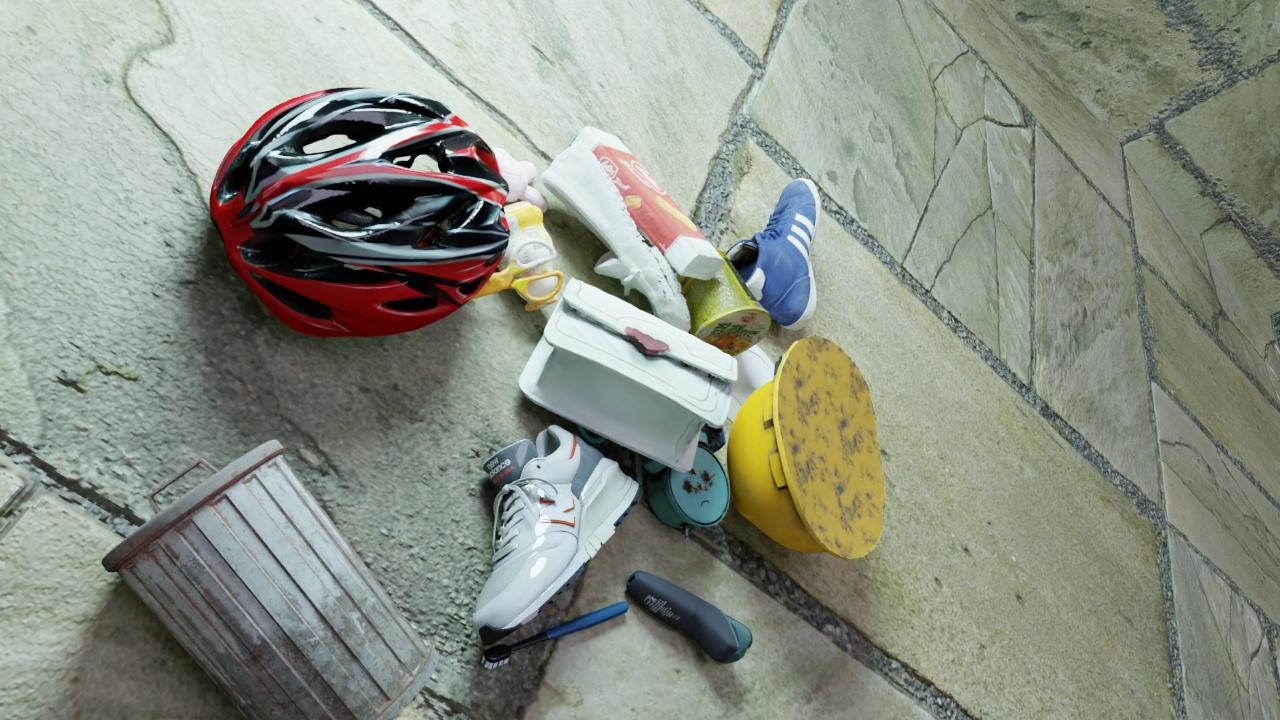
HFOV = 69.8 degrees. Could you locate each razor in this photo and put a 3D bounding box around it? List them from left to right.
[{"bbox_3d":[0.046,0.251,0.906,0.143,0.047,0.052,35,23,-18],"label":"razor"}]

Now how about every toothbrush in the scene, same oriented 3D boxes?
[{"bbox_3d":[-0.072,0.243,0.823,0.167,0.014,0.014,-5,37,-46],"label":"toothbrush"}]

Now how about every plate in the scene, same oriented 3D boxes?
[{"bbox_3d":[0.136,0.027,1.135,0.134,0.011,0.134,21,54,-32],"label":"plate"}]

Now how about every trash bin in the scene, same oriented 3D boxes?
[{"bbox_3d":[-0.252,0.163,0.629,0.211,0.131,0.130,53,43,-6],"label":"trash bin"}]

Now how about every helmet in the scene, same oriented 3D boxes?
[{"bbox_3d":[-0.224,-0.136,0.794,0.271,0.167,0.217,-20,83,-43],"label":"helmet"},{"bbox_3d":[0.168,0.109,1.027,0.205,0.132,0.254,39,45,-31],"label":"helmet"}]

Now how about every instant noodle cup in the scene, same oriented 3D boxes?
[{"bbox_3d":[0.091,-0.071,1.097,0.102,0.102,0.108,7,50,-39],"label":"instant noodle cup"}]

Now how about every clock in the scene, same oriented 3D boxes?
[{"bbox_3d":[0.044,0.120,0.964,0.089,0.053,0.124,-18,83,-47],"label":"clock"}]

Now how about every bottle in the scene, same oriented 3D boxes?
[{"bbox_3d":[-0.119,-0.107,0.951,0.063,0.063,0.108,-25,99,-46],"label":"bottle"}]

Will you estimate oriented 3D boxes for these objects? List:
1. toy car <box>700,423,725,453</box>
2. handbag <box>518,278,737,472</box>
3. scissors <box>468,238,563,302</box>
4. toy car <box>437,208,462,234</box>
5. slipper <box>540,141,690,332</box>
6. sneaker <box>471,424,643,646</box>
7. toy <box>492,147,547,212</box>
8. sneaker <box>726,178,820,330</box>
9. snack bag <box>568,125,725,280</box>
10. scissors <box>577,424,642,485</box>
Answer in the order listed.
[{"bbox_3d":[0.056,0.049,1.024,0.120,0.056,0.043,69,15,6],"label":"toy car"},{"bbox_3d":[-0.005,0.005,0.924,0.198,0.096,0.141,25,38,-5],"label":"handbag"},{"bbox_3d":[-0.141,-0.083,0.909,0.130,0.013,0.070,-14,109,-17],"label":"scissors"},{"bbox_3d":[-0.186,-0.140,0.921,0.047,0.047,0.111,4,67,-23],"label":"toy car"},{"bbox_3d":[-0.024,-0.126,1.034,0.247,0.075,0.112,54,7,-12],"label":"slipper"},{"bbox_3d":[-0.098,0.138,0.820,0.124,0.089,0.239,51,35,0],"label":"sneaker"},{"bbox_3d":[-0.143,-0.196,0.994,0.109,0.047,0.063,10,49,-58],"label":"toy"},{"bbox_3d":[0.166,-0.162,1.222,0.118,0.092,0.232,20,63,-29],"label":"sneaker"},{"bbox_3d":[0.007,-0.184,1.067,0.225,0.041,0.077,53,24,20],"label":"snack bag"},{"bbox_3d":[-0.014,0.066,0.981,0.135,0.015,0.135,18,53,-34],"label":"scissors"}]
